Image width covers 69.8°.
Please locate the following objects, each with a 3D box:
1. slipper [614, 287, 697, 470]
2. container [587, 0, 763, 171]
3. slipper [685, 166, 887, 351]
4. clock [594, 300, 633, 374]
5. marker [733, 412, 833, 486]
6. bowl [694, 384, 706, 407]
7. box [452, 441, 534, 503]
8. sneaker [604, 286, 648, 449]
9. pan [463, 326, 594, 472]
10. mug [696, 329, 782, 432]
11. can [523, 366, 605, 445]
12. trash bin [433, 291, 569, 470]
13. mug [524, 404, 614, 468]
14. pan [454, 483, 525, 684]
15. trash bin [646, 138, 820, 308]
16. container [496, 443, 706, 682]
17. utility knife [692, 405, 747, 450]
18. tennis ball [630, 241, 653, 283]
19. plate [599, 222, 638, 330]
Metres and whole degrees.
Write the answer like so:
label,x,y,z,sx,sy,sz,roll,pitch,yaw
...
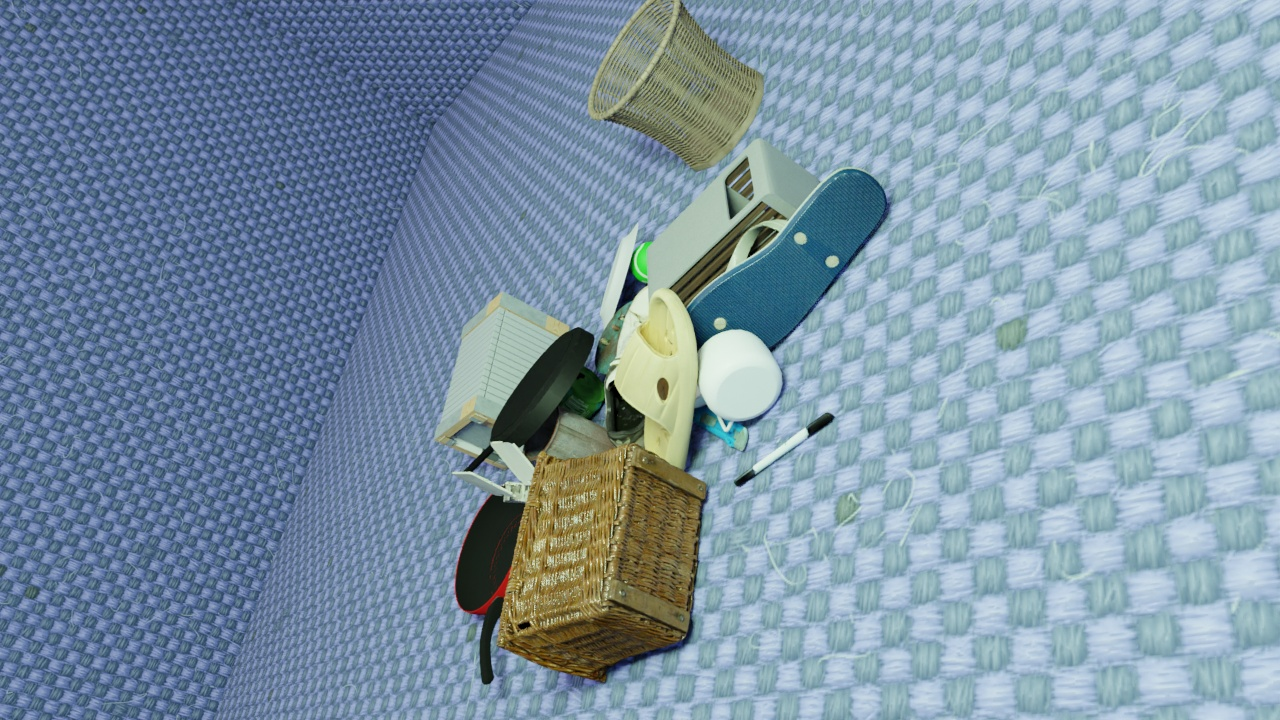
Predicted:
label,x,y,z,sx,sy,sz,roll,pitch,yaw
slipper,0.015,0.043,1.104,0.111,0.079,0.262,-130,33,-50
container,0.061,-0.434,1.457,0.228,0.196,0.226,-41,34,35
slipper,0.165,-0.107,1.081,0.295,0.118,0.060,-46,17,19
clock,-0.014,-0.038,1.363,0.122,0.073,0.157,-39,34,38
marker,0.156,0.099,1.010,0.152,0.011,0.011,-43,33,34
bowl,0.083,0.019,1.175,0.110,0.040,0.109,-41,33,33
box,-0.152,0.173,1.289,0.146,0.185,0.065,-8,55,50
sneaker,-0.007,0.007,1.225,0.089,0.102,0.241,4,80,24
pan,-0.188,0.080,1.392,0.357,0.034,0.224,-43,17,35
mug,0.110,0.027,1.071,0.068,0.094,0.116,-112,32,-55
can,-0.126,0.078,1.440,0.144,0.083,0.083,-45,32,30
trash bin,-0.241,0.037,1.611,0.143,0.142,0.246,-33,39,44
mug,-0.111,0.133,1.342,0.123,0.110,0.096,-46,26,30
pan,-0.212,0.336,1.373,0.209,0.067,0.355,-50,30,23
trash bin,0.121,-0.149,1.181,0.229,0.114,0.114,-42,33,34
container,-0.033,0.226,1.071,0.184,0.162,0.249,-25,44,43
utility knife,0.084,0.075,1.155,0.031,0.015,0.196,-58,25,-4
tennis ball,0.016,-0.151,1.420,0.066,0.065,0.065,-41,34,35
plate,-0.039,-0.132,1.470,0.188,0.016,0.188,-166,92,-84
